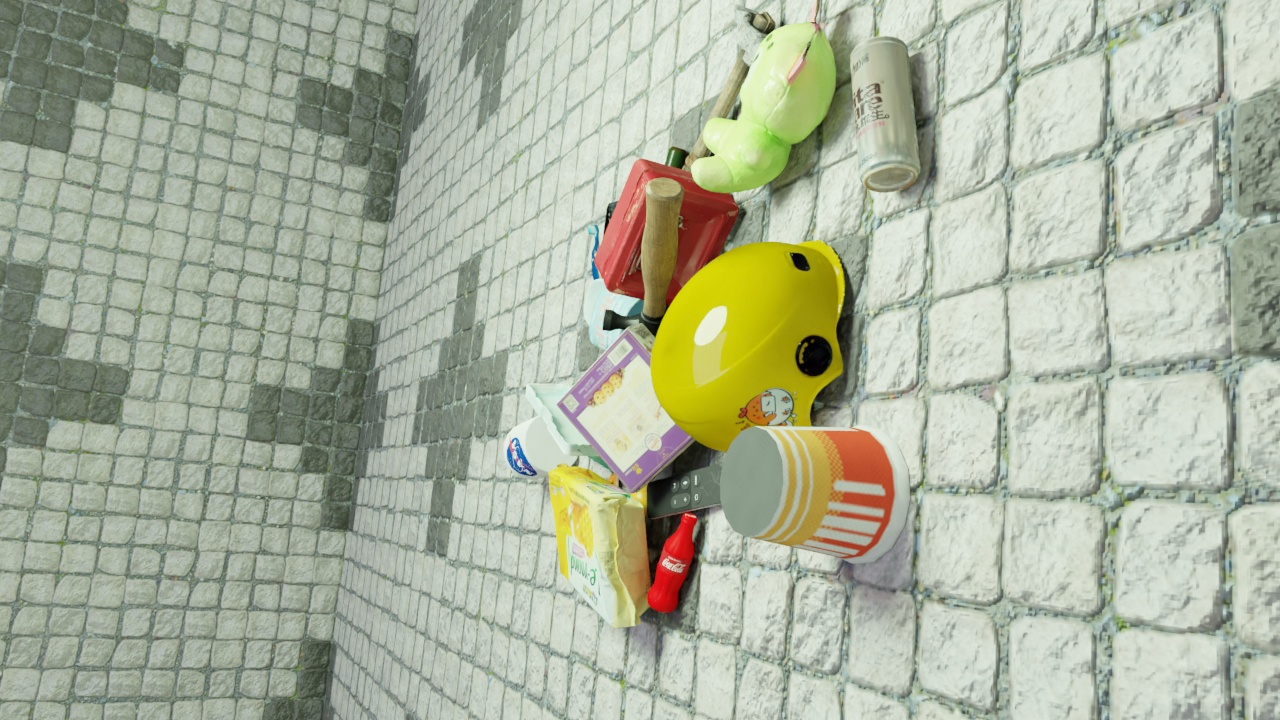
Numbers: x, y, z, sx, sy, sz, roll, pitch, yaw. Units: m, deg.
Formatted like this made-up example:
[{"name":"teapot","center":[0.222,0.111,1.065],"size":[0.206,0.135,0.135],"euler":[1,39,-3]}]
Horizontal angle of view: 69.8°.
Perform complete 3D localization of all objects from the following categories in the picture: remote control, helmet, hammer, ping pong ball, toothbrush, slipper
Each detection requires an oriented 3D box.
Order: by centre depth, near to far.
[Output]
[{"name":"helmet","center":[0.093,-0.021,0.933],"size":[0.209,0.139,0.240],"euler":[37,114,60]},{"name":"hammer","center":[0.024,-0.099,1.009],"size":[0.306,0.132,0.040],"euler":[94,-174,-65]},{"name":"remote control","center":[0.055,0.153,1.066],"size":[0.147,0.008,0.045],"euler":[-23,60,48]},{"name":"ping pong ball","center":[0.007,0.174,1.144],"size":[0.040,0.040,0.040],"euler":[-31,55,56]},{"name":"hammer","center":[0.085,-0.282,1.146],"size":[0.121,0.049,0.320],"euler":[-106,35,-45]},{"name":"slipper","center":[-0.038,-0.060,1.274],"size":[0.245,0.074,0.104],"euler":[37,115,62]},{"name":"toothbrush","center":[-0.070,-0.160,1.431],"size":[0.022,0.017,0.134],"euler":[-49,40,49]}]

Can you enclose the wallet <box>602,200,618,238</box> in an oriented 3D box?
[{"name":"wallet","center":[-0.019,-0.189,1.331],"size":[0.115,0.026,0.089],"euler":[3,84,63]}]

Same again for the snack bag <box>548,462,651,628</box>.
[{"name":"snack bag","center":[-0.053,0.224,1.170],"size":[0.247,0.068,0.159],"euler":[-165,66,-68]}]

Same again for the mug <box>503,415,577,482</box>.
[{"name":"mug","center":[-0.145,0.146,1.412],"size":[0.121,0.090,0.090],"euler":[61,148,-2]}]

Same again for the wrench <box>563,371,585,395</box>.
[{"name":"wrench","center":[-0.007,0.007,1.152],"size":[0.274,0.018,0.083],"euler":[-20,19,46]}]

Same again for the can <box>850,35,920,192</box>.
[{"name":"can","center":[0.224,-0.225,0.841],"size":[0.054,0.054,0.135],"euler":[-30,56,57]}]

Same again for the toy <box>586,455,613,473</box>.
[{"name":"toy","center":[-0.071,0.115,1.262],"size":[0.033,0.085,0.105],"euler":[-41,17,-12]}]

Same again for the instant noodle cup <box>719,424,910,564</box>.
[{"name":"instant noodle cup","center":[0.146,0.112,0.805],"size":[0.124,0.121,0.123],"euler":[-31,55,56]}]

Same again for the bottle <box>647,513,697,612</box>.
[{"name":"bottle","center":[0.040,0.233,1.064],"size":[0.036,0.036,0.119],"euler":[41,117,59]}]

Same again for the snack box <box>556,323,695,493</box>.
[{"name":"snack box","center":[-0.004,0.057,1.082],"size":[0.148,0.040,0.144],"euler":[49,117,8]}]

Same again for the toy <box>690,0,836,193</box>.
[{"name":"toy","center":[0.142,-0.267,0.974],"size":[0.197,0.107,0.149],"euler":[-40,23,40]}]

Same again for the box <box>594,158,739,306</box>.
[{"name":"box","center":[0.029,-0.153,1.118],"size":[0.158,0.129,0.092],"euler":[-63,30,28]}]

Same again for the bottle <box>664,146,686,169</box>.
[{"name":"bottle","center":[0.036,-0.235,1.240],"size":[0.025,0.025,0.106],"euler":[43,119,59]}]

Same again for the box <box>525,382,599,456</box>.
[{"name":"box","center":[-0.067,0.072,1.226],"size":[0.197,0.134,0.041],"euler":[-135,47,-58]}]

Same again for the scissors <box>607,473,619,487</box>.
[{"name":"scissors","center":[-0.030,0.145,1.258],"size":[0.128,0.011,0.125],"euler":[-40,47,55]}]
